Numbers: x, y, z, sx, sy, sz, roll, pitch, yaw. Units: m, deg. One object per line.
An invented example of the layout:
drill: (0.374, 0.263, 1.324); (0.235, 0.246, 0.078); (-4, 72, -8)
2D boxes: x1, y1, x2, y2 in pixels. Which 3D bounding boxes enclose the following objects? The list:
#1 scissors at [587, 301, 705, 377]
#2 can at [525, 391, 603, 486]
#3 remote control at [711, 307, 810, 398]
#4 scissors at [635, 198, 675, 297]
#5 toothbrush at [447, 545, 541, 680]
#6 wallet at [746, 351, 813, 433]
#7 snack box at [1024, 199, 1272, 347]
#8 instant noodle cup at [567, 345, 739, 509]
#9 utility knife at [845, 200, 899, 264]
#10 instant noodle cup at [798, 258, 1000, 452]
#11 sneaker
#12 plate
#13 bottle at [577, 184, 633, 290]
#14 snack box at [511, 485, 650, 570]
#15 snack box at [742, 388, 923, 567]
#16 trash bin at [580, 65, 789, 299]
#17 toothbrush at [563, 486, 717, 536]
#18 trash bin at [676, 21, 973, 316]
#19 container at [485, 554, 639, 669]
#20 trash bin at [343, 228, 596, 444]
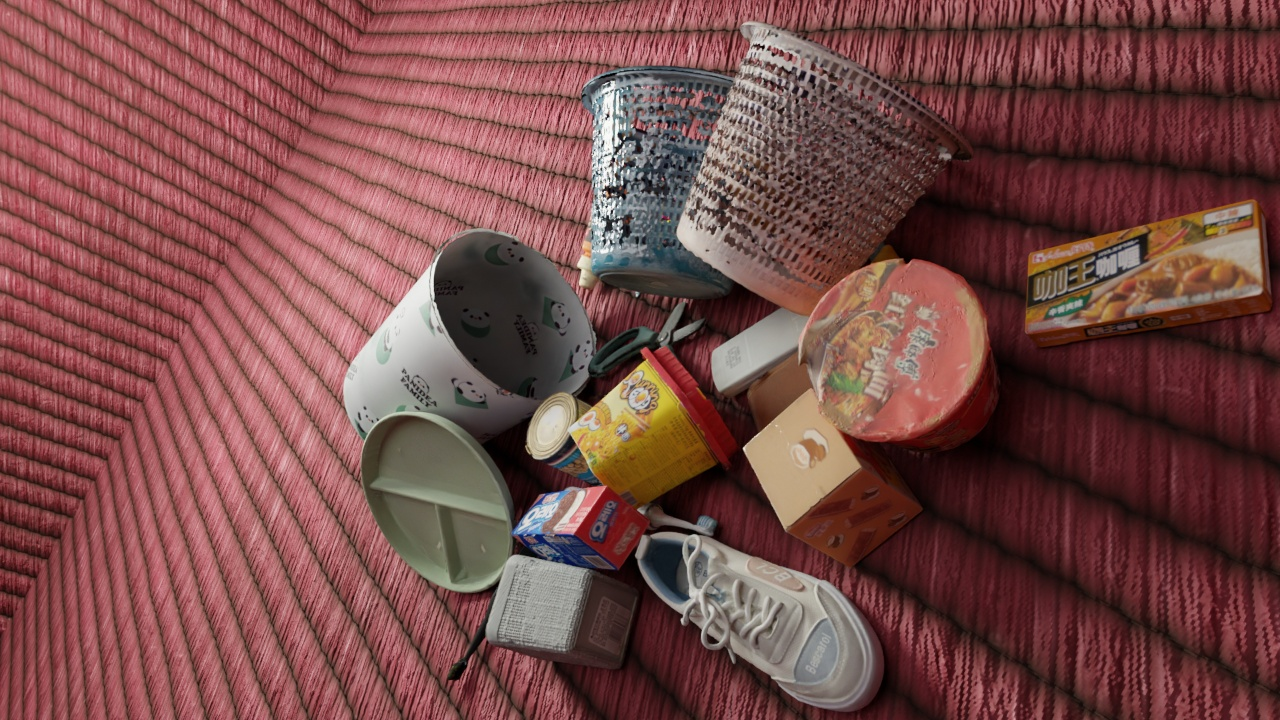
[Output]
scissors: (-0.005, 0.009, 1.009); (0.170, 0.019, 0.174); (-17, 41, 43)
can: (-0.055, 0.086, 0.952); (0.075, 0.111, 0.075); (-28, 46, 34)
remote control: (0.132, -0.019, 0.886); (0.150, 0.021, 0.058); (-33, 42, 30)
scissors: (0.028, -0.134, 1.093); (0.136, 0.017, 0.133); (27, 91, 52)
toothbrush: (-0.152, 0.263, 1.010); (0.026, 0.027, 0.212); (33, 92, 23)
wallet: (0.153, 0.037, 0.818); (0.125, 0.032, 0.101); (-40, 43, 24)
snack box: (0.357, -0.058, 0.655); (0.154, 0.026, 0.075); (-12, 56, 44)
instant noodle cup: (0.009, 0.070, 0.869); (0.123, 0.116, 0.116); (-36, 39, -1)
utility knife: (0.230, -0.074, 0.818); (0.033, 0.015, 0.230); (-35, 44, 19)
instant noodle cup: (0.206, 0.005, 0.695); (0.138, 0.108, 0.137); (-13, 66, 31)
sneaker: (0.084, 0.194, 0.737); (0.242, 0.090, 0.089); (20, 81, 52)
plate: (-0.231, 0.162, 1.055); (0.231, 0.230, 0.027); (-24, 5, 37)
bottle: (-0.041, -0.159, 1.155); (0.067, 0.066, 0.149); (25, 92, 53)
snack box: (-0.065, 0.164, 0.894); (0.058, 0.057, 0.208); (-55, 13, -22)
snack box: (0.151, 0.093, 0.727); (0.077, 0.094, 0.092); (-44, 39, 18)
trash bin: (0.036, -0.171, 0.964); (0.227, 0.226, 0.195); (4, 85, 50)
toothbrush: (-0.005, 0.153, 0.919); (0.221, 0.026, 0.026); (2, 62, 49)
trash bin: (0.140, -0.155, 0.808); (0.192, 0.227, 0.227); (-60, 36, 12)
container: (-0.072, 0.243, 0.883); (0.115, 0.090, 0.090); (-6, 61, 43)
trash bin: (-0.220, 0.004, 1.120); (0.253, 0.229, 0.229); (-35, 42, 37)
